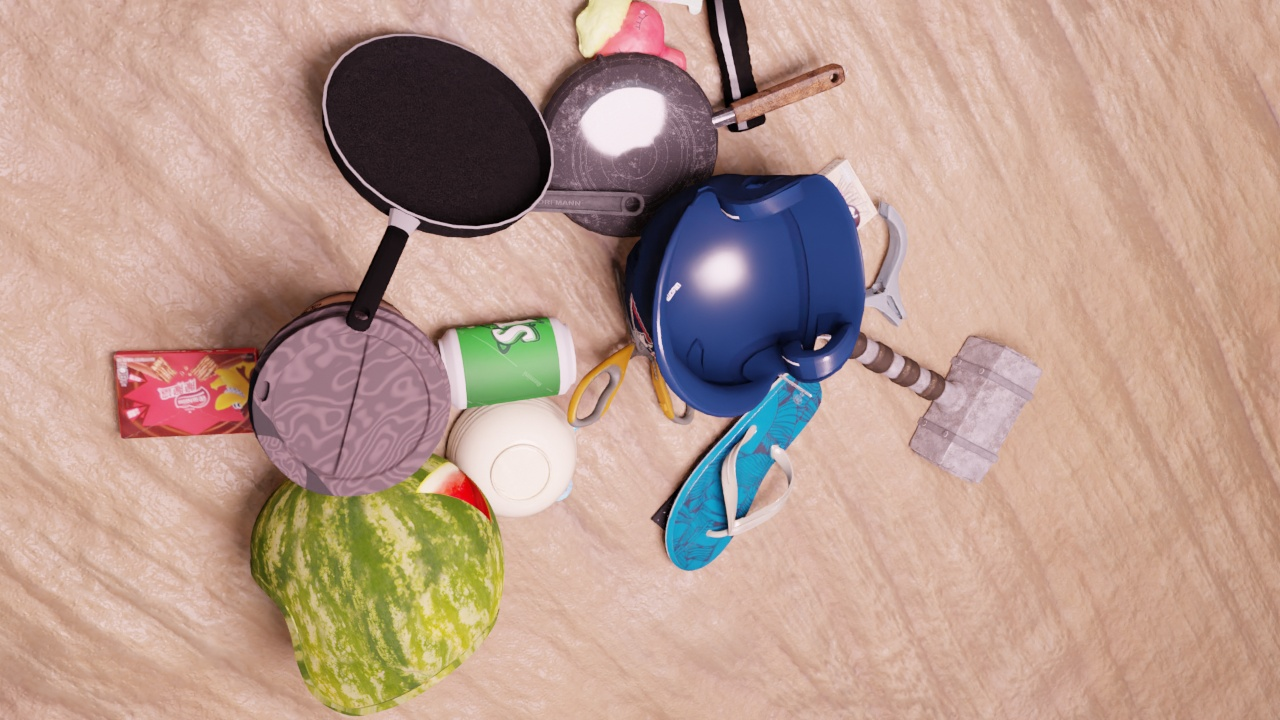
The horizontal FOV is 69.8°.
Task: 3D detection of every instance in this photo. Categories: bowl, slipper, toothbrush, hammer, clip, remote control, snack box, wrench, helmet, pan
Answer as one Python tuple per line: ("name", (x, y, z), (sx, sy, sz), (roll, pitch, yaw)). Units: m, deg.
("bowl", (-0.138, 0.114, 1.027), (0.150, 0.075, 0.151), (-4, 106, -15))
("slipper", (0.132, 0.140, 1.128), (0.118, 0.060, 0.295), (36, 90, -31))
("toothbrush", (-0.008, -0.392, 0.979), (0.154, 0.015, 0.022), (3, 101, -17))
("hammer", (0.082, -0.411, 0.979), (0.131, 0.039, 0.328), (-26, 114, -26))
("clip", (0.276, -0.118, 1.112), (0.164, 0.032, 0.166), (-1, 114, -24))
("remote control", (0.070, 0.155, 1.147), (0.030, 0.009, 0.140), (42, 90, -22))
("snack box", (0.205, -0.164, 1.097), (0.150, 0.026, 0.082), (-40, 112, -5))
("wrench", (-0.132, -0.168, 0.968), (0.273, 0.018, 0.073), (1, 104, -3))
("helmet", (0.083, -0.068, 0.955), (0.271, 0.224, 0.232), (-54, 128, -41))
("helmet", (-0.264, 0.203, 0.946), (0.243, 0.213, 0.247), (-30, 97, 13))
("toothbrush", (0.142, 0.001, 1.039), (0.010, 0.181, 0.010), (-44, 125, -5))
("pan", (-0.206, -0.165, 0.854), (0.225, 0.034, 0.355), (25, 55, -17))
("hammer", (0.339, 0.017, 1.156), (0.326, 0.079, 0.177), (25, 95, -21))
("pan", (0.062, -0.251, 0.990), (0.357, 0.040, 0.208), (-20, 120, 0))
("snack box", (-0.464, 0.033, 0.947), (0.132, 0.021, 0.089), (-2, 104, -17))

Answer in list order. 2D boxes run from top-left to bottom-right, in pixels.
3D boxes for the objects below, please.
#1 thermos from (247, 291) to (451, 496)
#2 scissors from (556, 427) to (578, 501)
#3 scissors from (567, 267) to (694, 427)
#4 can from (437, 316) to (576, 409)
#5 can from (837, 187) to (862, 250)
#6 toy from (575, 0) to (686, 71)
("thermos", (-0.279, 0.015, 0.888), (0.172, 0.226, 0.173), (-4, 105, -16))
("scissors", (-0.131, 0.111, 1.074), (0.140, 0.011, 0.134), (-15, 110, -12))
("scissors", (-0.005, 0.006, 1.049), (0.229, 0.016, 0.225), (-40, 121, -30))
("can", (-0.146, 0.002, 1.000), (0.139, 0.088, 0.088), (-8, 106, -15))
("can", (0.208, -0.150, 1.042), (0.067, 0.067, 0.076), (-21, 93, -11))
("toy", (-0.009, -0.334, 0.978), (0.135, 0.045, 0.092), (36, 95, -23))
